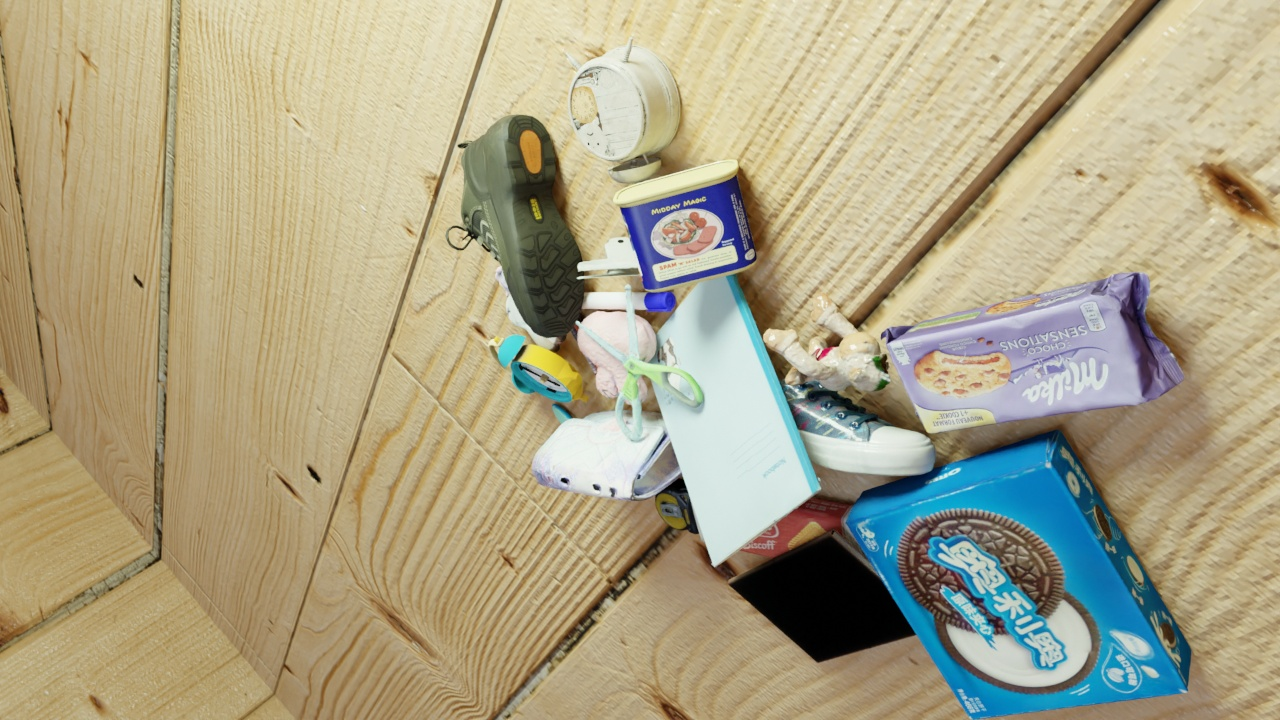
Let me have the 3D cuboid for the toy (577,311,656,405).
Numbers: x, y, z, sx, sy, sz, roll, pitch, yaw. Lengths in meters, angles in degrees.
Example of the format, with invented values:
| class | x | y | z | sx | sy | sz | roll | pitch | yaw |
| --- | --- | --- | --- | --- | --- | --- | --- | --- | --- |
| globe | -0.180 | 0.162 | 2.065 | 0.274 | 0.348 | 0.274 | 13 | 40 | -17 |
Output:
| class | x | y | z | sx | sy | sz | roll | pitch | yaw |
| --- | --- | --- | --- | --- | --- | --- | --- | --- | --- |
| toy | -0.025 | -0.004 | 1.004 | 0.108 | 0.053 | 0.105 | 11 | 112 | 41 |

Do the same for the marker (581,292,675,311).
| class | x | y | z | sx | sy | sz | roll | pitch | yaw |
| --- | --- | --- | --- | --- | --- | --- | --- | --- | --- |
| marker | -0.023 | -0.064 | 0.996 | 0.142 | 0.020 | 0.020 | 3 | 118 | 40 |

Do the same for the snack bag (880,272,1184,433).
| class | x | y | z | sx | sy | sz | roll | pitch | yaw |
| --- | --- | --- | --- | --- | --- | --- | --- | --- | --- |
| snack bag | 0.301 | -0.006 | 0.722 | 0.206 | 0.058 | 0.096 | -14 | 109 | 42 |

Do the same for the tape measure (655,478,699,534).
| class | x | y | z | sx | sy | sz | roll | pitch | yaw |
| --- | --- | --- | --- | --- | --- | --- | --- | --- | --- |
| tape measure | 0.045 | 0.170 | 1.074 | 0.061 | 0.034 | 0.062 | 4 | 118 | 42 |

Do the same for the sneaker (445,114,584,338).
| class | x | y | z | sx | sy | sz | roll | pitch | yaw |
| --- | --- | --- | --- | --- | --- | --- | --- | --- | --- |
| sneaker | -0.153 | -0.137 | 0.998 | 0.143 | 0.100 | 0.238 | 0 | 107 | 39 |

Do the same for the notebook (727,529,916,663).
| class | x | y | z | sx | sy | sz | roll | pitch | yaw |
| --- | --- | --- | --- | --- | --- | --- | --- | --- | --- |
| notebook | 0.197 | 0.257 | 0.978 | 0.141 | 0.008 | 0.210 | 41 | 144 | -1 |

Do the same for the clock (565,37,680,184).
| class | x | y | z | sx | sy | sz | roll | pitch | yaw |
| --- | --- | --- | --- | --- | --- | --- | --- | --- | --- |
| clock | -0.016 | -0.216 | 0.862 | 0.104 | 0.061 | 0.157 | 3 | 116 | 40 |

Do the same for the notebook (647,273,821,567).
| class | x | y | z | sx | sy | sz | roll | pitch | yaw |
| --- | --- | --- | --- | --- | --- | --- | --- | --- | --- |
| notebook | 0.078 | 0.050 | 0.896 | 0.182 | 0.009 | 0.253 | -50 | 49 | 46 |

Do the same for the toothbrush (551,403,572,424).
| class | x | y | z | sx | sy | sz | roll | pitch | yaw |
| --- | --- | --- | --- | --- | --- | --- | --- | --- | --- |
| toothbrush | -0.065 | 0.102 | 1.140 | 0.135 | 0.017 | 0.022 | 43 | 139 | 12 |

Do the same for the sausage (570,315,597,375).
| class | x | y | z | sx | sy | sz | roll | pitch | yaw |
| --- | --- | --- | --- | --- | --- | --- | --- | --- | --- |
| sausage | -0.066 | -0.027 | 1.057 | 0.020 | 0.020 | 0.155 | -23 | 100 | 47 |

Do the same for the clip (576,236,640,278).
| class | x | y | z | sx | sy | sz | roll | pitch | yaw |
| --- | --- | --- | --- | --- | --- | --- | --- | --- | --- |
| clip | -0.018 | -0.097 | 0.947 | 0.055 | 0.101 | 0.045 | -111 | 20 | -60 |

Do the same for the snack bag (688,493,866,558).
| class | x | y | z | sx | sy | sz | roll | pitch | yaw |
| --- | --- | --- | --- | --- | --- | --- | --- | --- | --- |
| snack bag | 0.154 | 0.177 | 0.980 | 0.226 | 0.041 | 0.077 | 4 | 120 | 38 |

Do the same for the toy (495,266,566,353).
| class | x | y | z | sx | sy | sz | roll | pitch | yaw |
| --- | --- | --- | --- | --- | --- | --- | --- | --- | --- |
| toy | -0.132 | -0.061 | 1.080 | 0.122 | 0.037 | 0.079 | 52 | 149 | 9 |

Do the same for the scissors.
| class | x | y | z | sx | sy | sz | roll | pitch | yaw |
| --- | --- | --- | --- | --- | --- | --- | --- | --- | --- |
| scissors | -0.008 | 0.009 | 0.950 | 0.171 | 0.023 | 0.173 | 35 | 132 | 28 |

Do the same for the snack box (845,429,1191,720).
| class | x | y | z | sx | sy | sz | roll | pitch | yaw |
| --- | --- | --- | --- | --- | --- | --- | --- | --- | --- |
| snack box | 0.327 | 0.197 | 0.805 | 0.196 | 0.056 | 0.239 | -28 | 99 | 39 |

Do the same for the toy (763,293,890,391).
| class | x | y | z | sx | sy | sz | roll | pitch | yaw |
| --- | --- | --- | --- | --- | --- | --- | --- | --- | --- |
| toy | 0.172 | -0.003 | 0.808 | 0.106 | 0.085 | 0.074 | 28 | 131 | 41 |

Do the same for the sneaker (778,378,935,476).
| class | x | y | z | sx | sy | sz | roll | pitch | yaw |
| --- | --- | --- | --- | --- | --- | --- | --- | --- | --- |
| sneaker | 0.169 | 0.050 | 0.869 | 0.236 | 0.087 | 0.079 | 13 | 104 | 42 |

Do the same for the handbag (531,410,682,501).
| class | x | y | z | sx | sy | sz | roll | pitch | yaw |
| --- | --- | --- | --- | --- | --- | --- | --- | --- | --- |
| handbag | -0.029 | 0.105 | 1.031 | 0.159 | 0.126 | 0.069 | 3 | 115 | 42 |

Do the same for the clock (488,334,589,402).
| class | x | y | z | sx | sy | sz | roll | pitch | yaw |
| --- | --- | --- | --- | --- | --- | --- | --- | --- | --- |
| clock | -0.124 | 0.012 | 1.098 | 0.130 | 0.043 | 0.099 | 21 | 156 | 21 |

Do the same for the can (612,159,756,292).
| class | x | y | z | sx | sy | sz | roll | pitch | yaw |
| --- | --- | --- | --- | --- | --- | --- | --- | --- | --- |
| can | 0.044 | -0.122 | 0.846 | 0.116 | 0.056 | 0.092 | -13 | 113 | 11 |
